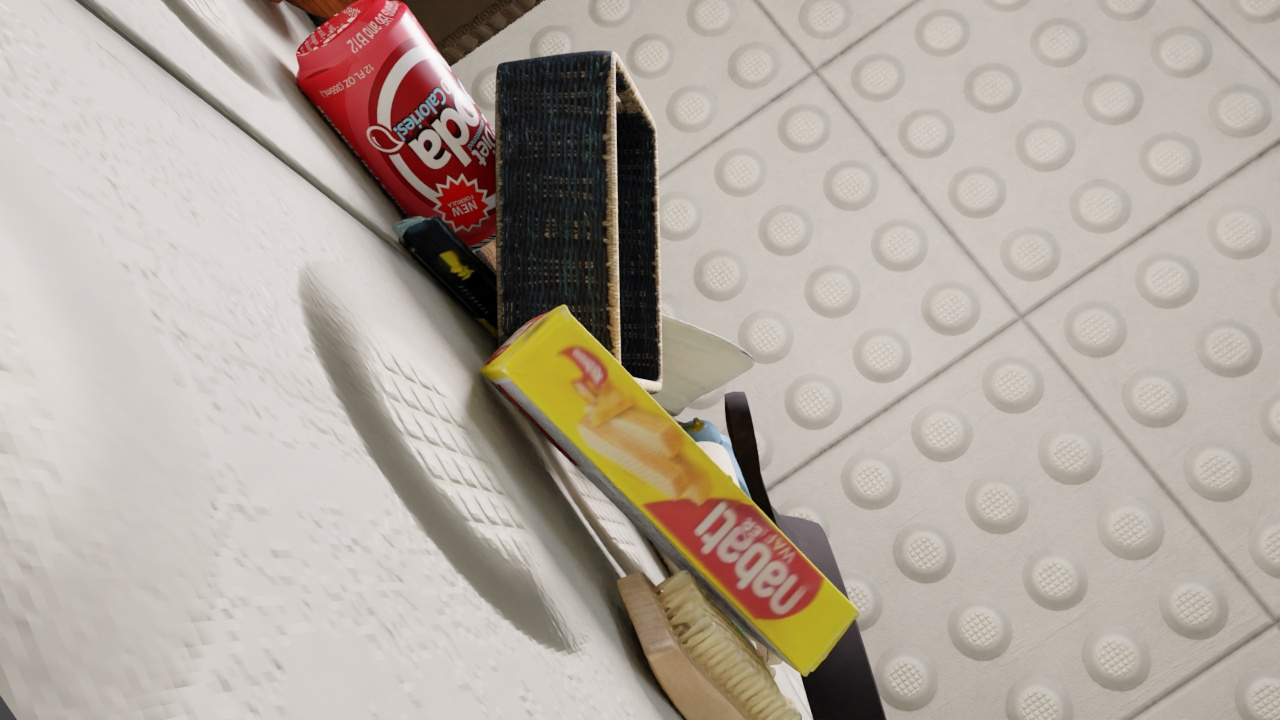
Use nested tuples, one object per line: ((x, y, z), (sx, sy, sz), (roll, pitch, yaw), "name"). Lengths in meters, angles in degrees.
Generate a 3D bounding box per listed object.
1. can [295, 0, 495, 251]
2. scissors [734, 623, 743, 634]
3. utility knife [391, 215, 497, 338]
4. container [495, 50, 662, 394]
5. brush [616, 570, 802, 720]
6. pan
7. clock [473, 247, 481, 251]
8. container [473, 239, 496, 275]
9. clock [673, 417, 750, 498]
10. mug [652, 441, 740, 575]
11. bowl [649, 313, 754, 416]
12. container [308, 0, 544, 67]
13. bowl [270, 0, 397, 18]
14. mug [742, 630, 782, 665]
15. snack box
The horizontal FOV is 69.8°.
((-0.132, -0.136, 0.541), (0.142, 0.074, 0.074), (55, 2, -36), "can")
((0.056, 0.188, 0.723), (0.119, 0.012, 0.129), (55, -1, 15), "scissors")
((-0.097, -0.042, 0.544), (0.020, 0.029, 0.171), (50, 0, 28), "utility knife")
((-0.034, -0.073, 0.562), (0.145, 0.071, 0.187), (16, 72, -79), "container")
((0.034, 0.141, 0.420), (0.117, 0.039, 0.049), (51, 5, -32), "brush")
((0.114, 0.161, 0.599), (0.248, 0.043, 0.356), (-98, 170, -58), "pan")
((-0.137, -0.119, 0.661), (0.087, 0.042, 0.123), (55, 0, -8), "clock")
((-0.115, -0.109, 0.796), (0.063, 0.061, 0.114), (55, 2, -36), "container")
((0.040, 0.095, 0.739), (0.124, 0.089, 0.051), (52, 20, -22), "clock")
((0.045, 0.132, 0.668), (0.122, 0.081, 0.097), (83, -15, -55), "mug")
((-0.004, 0.004, 0.712), (0.177, 0.057, 0.177), (16, -8, 2), "bowl")
((-0.157, -0.381, 0.801), (0.176, 0.321, 0.204), (55, 8, -19), "container")
((-0.229, -0.274, 0.589), (0.147, 0.069, 0.147), (55, 1, -2), "bowl")
((0.112, 0.217, 0.823), (0.104, 0.085, 0.111), (-111, -164, -76), "mug")
((0.010, 0.061, 0.443), (0.200, 0.042, 0.092), (46, -12, -9), "snack box")
